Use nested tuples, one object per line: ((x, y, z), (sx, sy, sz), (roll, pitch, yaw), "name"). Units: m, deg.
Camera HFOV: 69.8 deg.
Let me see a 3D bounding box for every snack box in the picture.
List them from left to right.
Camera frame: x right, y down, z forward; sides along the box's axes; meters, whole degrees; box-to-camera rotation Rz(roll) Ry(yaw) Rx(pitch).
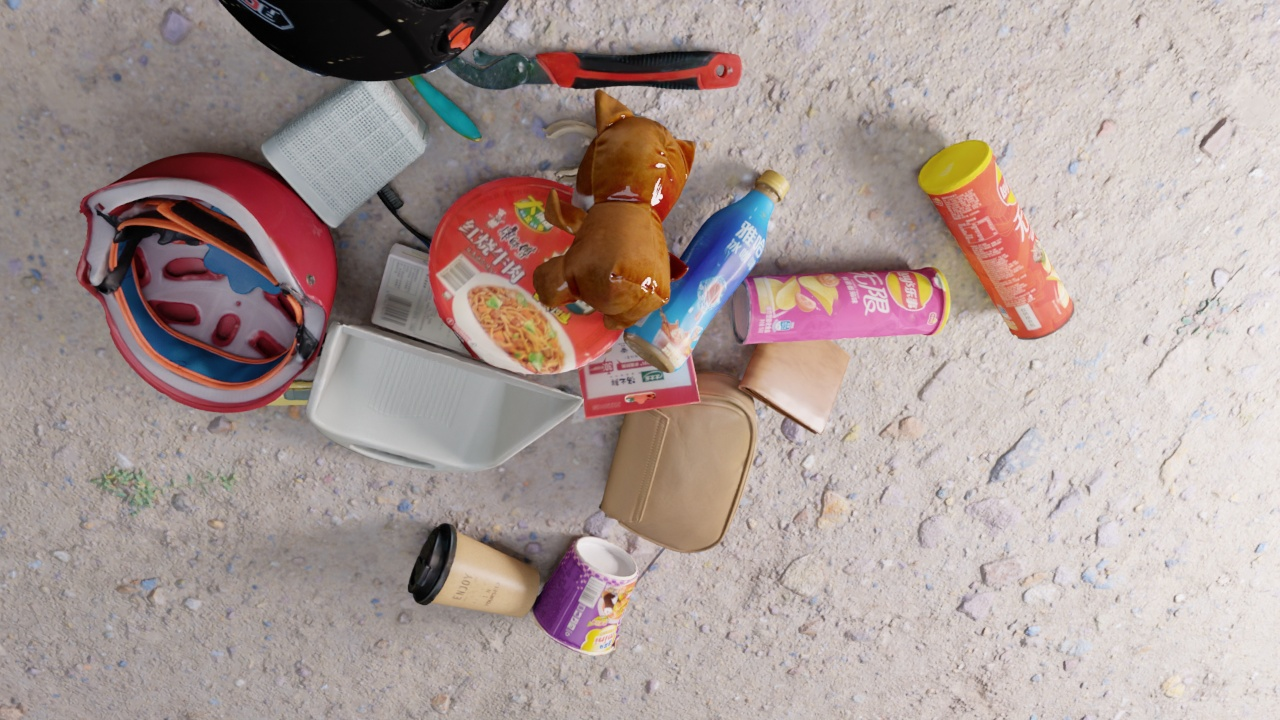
((-0.180, -0.051, 0.909), (0.156, 0.026, 0.085), (18, 123, -12), "snack box")
((-0.005, 0.005, 0.913), (0.113, 0.127, 0.044), (-8, 148, -2), "snack box")

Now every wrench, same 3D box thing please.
((-0.043, -0.267, 0.829), (0.273, 0.016, 0.056), (2, 118, -7), "wrench")

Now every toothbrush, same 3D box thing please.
((-0.194, -0.101, 0.902), (0.016, 0.014, 0.189), (-45, 117, -12), "toothbrush")

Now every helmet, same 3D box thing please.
((-0.368, -0.080, 0.823), (0.207, 0.143, 0.241), (20, 131, -7), "helmet")
((-0.201, -0.311, 0.650), (0.233, 0.273, 0.231), (38, 135, -9), "helmet")

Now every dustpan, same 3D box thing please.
((-0.208, 0.056, 0.878), (0.222, 0.258, 0.142), (18, 89, -21), "dustpan")

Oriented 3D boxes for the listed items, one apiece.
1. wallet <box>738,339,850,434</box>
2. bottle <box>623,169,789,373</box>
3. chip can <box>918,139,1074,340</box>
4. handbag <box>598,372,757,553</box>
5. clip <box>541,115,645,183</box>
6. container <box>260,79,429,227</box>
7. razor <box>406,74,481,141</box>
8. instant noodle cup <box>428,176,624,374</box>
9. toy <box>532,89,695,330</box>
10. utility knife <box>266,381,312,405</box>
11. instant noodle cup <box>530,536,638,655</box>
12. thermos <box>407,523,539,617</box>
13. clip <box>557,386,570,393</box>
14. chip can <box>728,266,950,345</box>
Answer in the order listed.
((0.165, 0.011, 0.968), (0.115, 0.020, 0.101), (33, 71, -23), "wallet")
((0.069, -0.090, 0.875), (0.065, 0.065, 0.218), (41, 79, -24), "bottle")
((0.362, -0.117, 0.923), (0.073, 0.073, 0.216), (-35, 116, 12), "chip can")
((0.044, 0.104, 0.994), (0.148, 0.099, 0.205), (13, 116, -5), "handbag")
((-0.047, -0.212, 0.848), (0.103, 0.035, 0.092), (-37, 117, 8), "clip")
((-0.253, -0.193, 0.805), (0.111, 0.090, 0.090), (-35, 116, 8), "container")
((-0.191, -0.245, 0.816), (0.132, 0.028, 0.043), (45, 74, -22), "razor")
((-0.105, -0.072, 0.858), (0.193, 0.193, 0.066), (16, 159, -15), "instant noodle cup")
((-0.017, -0.129, 0.808), (0.140, 0.131, 0.199), (21, 77, -43), "toy")
((-0.346, 0.031, 0.957), (0.196, 0.020, 0.031), (-3, 120, -11), "utility knife")
((-0.059, 0.267, 1.066), (0.111, 0.111, 0.099), (21, 104, -17), "instant noodle cup")
((-0.191, 0.246, 1.047), (0.143, 0.093, 0.093), (26, 112, -26), "thermos")
((-0.099, 0.049, 0.991), (0.058, 0.038, 0.026), (-38, 114, 15), "clip")
((0.199, -0.055, 0.926), (0.210, 0.071, 0.071), (-4, 118, -11), "chip can")
